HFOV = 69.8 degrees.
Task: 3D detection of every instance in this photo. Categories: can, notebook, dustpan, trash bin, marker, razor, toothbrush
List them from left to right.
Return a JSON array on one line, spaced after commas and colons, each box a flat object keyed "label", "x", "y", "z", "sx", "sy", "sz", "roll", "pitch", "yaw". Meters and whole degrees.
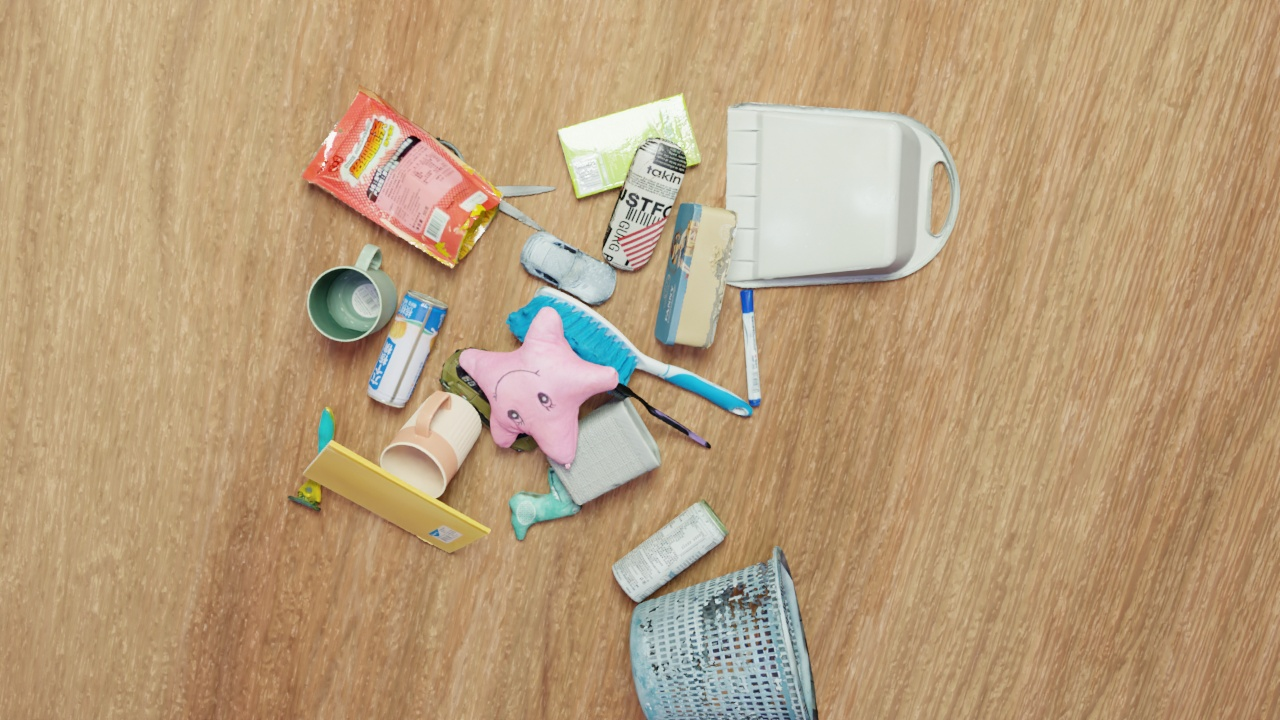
[{"label": "razor", "x": -0.395, "y": 0.118, "z": 1.125, "sx": 0.043, "sy": 0.028, "sz": 0.133, "roll": 20, "pitch": 101, "yaw": 17}, {"label": "notebook", "x": -0.289, "y": 0.166, "z": 1.077, "sx": 0.206, "sy": 0.146, "sz": 0.010, "roll": 33, "pitch": 57, "yaw": -16}, {"label": "can", "x": -0.281, "y": -0.014, "z": 1.101, "sx": 0.053, "sy": 0.053, "sz": 0.134, "roll": 24, "pitch": 96, "yaw": -6}, {"label": "toothbrush", "x": 0.026, "y": 0.070, "z": 1.109, "sx": 0.017, "sy": 0.014, "sz": 0.189, "roll": -33, "pitch": 134, "yaw": 26}, {"label": "can", "x": 0.037, "y": 0.239, "z": 1.154, "sx": 0.147, "sy": 0.058, "sz": 0.058, "roll": -37, "pitch": 98, "yaw": 2}, {"label": "trash bin", "x": 0.097, "y": 0.354, "z": 1.109, "sx": 0.195, "sy": 0.226, "sz": 0.226, "roll": -12, "pitch": 99, "yaw": 10}, {"label": "marker", "x": 0.138, "y": -0.015, "z": 1.145, "sx": 0.017, "sy": 0.017, "sz": 0.146, "roll": -6, "pitch": 98, "yaw": -3}, {"label": "dustpan", "x": 0.250, "y": -0.200, "z": 1.129, "sx": 0.258, "sy": 0.142, "sz": 0.223, "roll": 5, "pitch": 99, "yaw": 25}]

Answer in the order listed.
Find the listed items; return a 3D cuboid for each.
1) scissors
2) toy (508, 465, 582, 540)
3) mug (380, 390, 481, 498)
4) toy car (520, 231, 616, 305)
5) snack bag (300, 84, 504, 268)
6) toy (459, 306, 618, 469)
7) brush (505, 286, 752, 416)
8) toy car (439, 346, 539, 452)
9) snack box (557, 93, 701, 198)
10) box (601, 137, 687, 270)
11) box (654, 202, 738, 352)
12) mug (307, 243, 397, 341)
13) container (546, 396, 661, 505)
[{"label": "scissors", "x": -0.196, "y": -0.203, "z": 1.102, "sx": 0.178, "sy": 0.014, "sz": 0.159, "roll": -28, "pitch": 100, "yaw": -1}, {"label": "toy", "x": -0.120, "y": 0.176, "z": 1.148, "sx": 0.092, "sy": 0.030, "sz": 0.096, "roll": -10, "pitch": 112, "yaw": -5}, {"label": "mug", "x": -0.242, "y": 0.087, "z": 1.072, "sx": 0.082, "sy": 0.105, "sz": 0.115, "roll": 17, "pitch": 127, "yaw": 7}, {"label": "toy car", "x": -0.087, "y": -0.111, "z": 1.108, "sx": 0.120, "sy": 0.037, "sz": 0.054, "roll": 27, "pitch": 95, "yaw": -9}, {"label": "snack bag", "x": -0.271, "y": -0.207, "z": 1.059, "sx": 0.208, "sy": 0.073, "sz": 0.128, "roll": 34, "pitch": 91, "yaw": -2}, {"label": "toy", "x": -0.109, "y": 0.038, "z": 1.048, "sx": 0.195, "sy": 0.074, "sz": 0.178, "roll": -23, "pitch": 94, "yaw": 29}, {"label": "brush", "x": -0.007, "y": 0.007, "z": 1.110, "sx": 0.314, "sy": 0.109, "sz": 0.061, "roll": 34, "pitch": 132, "yaw": -2}, {"label": "toy car", "x": -0.175, "y": 0.049, "z": 1.124, "sx": 0.158, "sy": 0.042, "sz": 0.070, "roll": 42, "pitch": 94, "yaw": -10}, {"label": "snack box", "x": -0.013, "y": -0.256, "z": 1.097, "sx": 0.156, "sy": 0.026, "sz": 0.086, "roll": -17, "pitch": 99, "yaw": -1}, {"label": "box", "x": 0.004, "y": -0.181, "z": 1.081, "sx": 0.070, "sy": 0.055, "sz": 0.164, "roll": 6, "pitch": 118, "yaw": -28}, {"label": "box", "x": 0.064, "y": -0.095, "z": 1.093, "sx": 0.060, "sy": 0.090, "sz": 0.184, "roll": 12, "pitch": 96, "yaw": -11}, {"label": "mug", "x": -0.325, "y": -0.082, "z": 1.062, "sx": 0.082, "sy": 0.106, "sz": 0.112, "roll": 21, "pitch": 96, "yaw": -5}, {"label": "container", "x": -0.047, "y": 0.109, "z": 1.117, "sx": 0.114, "sy": 0.090, "sz": 0.090, "roll": -30, "pitch": 98, "yaw": 4}]
